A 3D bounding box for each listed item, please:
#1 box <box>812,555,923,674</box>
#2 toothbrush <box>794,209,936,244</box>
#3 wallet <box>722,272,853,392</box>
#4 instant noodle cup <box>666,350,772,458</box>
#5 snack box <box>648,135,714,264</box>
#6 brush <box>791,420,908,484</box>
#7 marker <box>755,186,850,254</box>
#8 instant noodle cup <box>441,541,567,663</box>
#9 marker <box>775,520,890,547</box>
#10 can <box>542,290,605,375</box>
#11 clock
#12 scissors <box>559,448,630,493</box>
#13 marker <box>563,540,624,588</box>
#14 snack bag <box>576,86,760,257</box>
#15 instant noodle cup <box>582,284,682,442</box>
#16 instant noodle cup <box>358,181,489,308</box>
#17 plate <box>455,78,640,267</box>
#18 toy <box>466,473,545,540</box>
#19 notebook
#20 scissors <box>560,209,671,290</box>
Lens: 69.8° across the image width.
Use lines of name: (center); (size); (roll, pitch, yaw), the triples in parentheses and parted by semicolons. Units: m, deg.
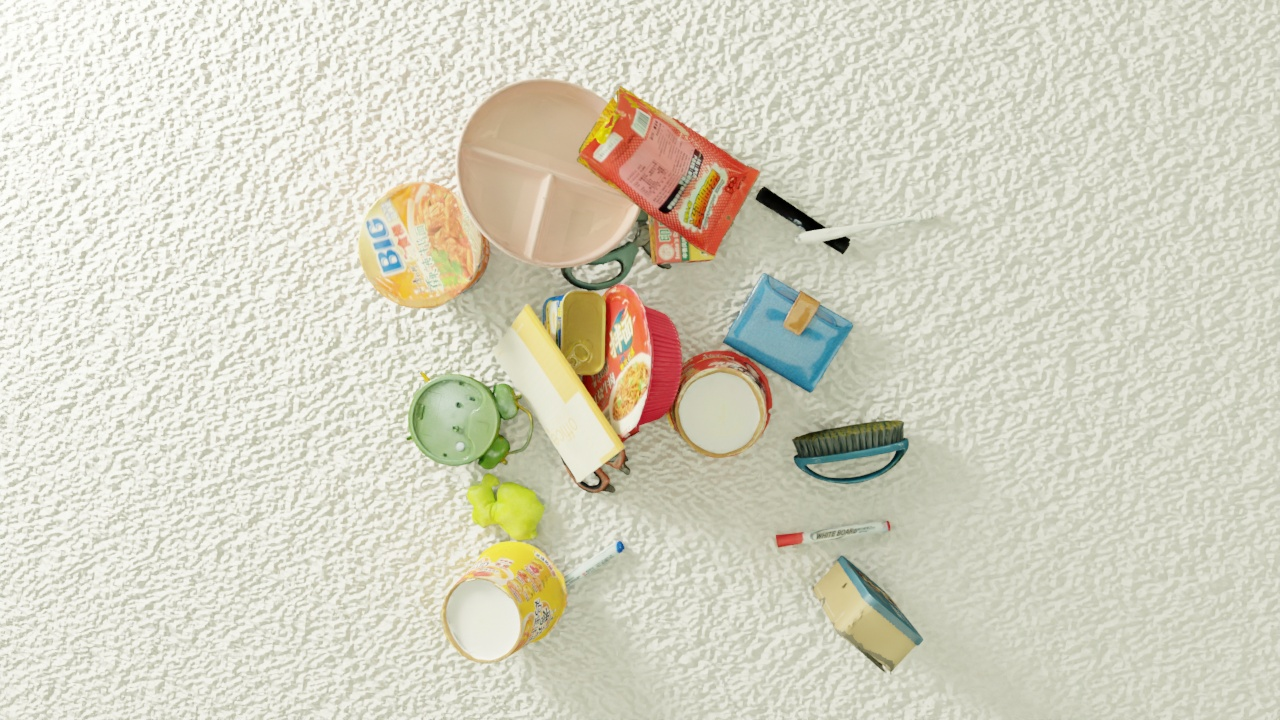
box: (0.269, 0.303, 1.099); (0.090, 0.184, 0.063); (40, 92, -5)
toothbrush: (0.279, -0.165, 1.137); (0.180, 0.016, 0.016); (-11, 85, -3)
wallet: (0.186, -0.035, 1.155); (0.133, 0.040, 0.106); (31, 100, 1)
instant noodle cup: (0.099, 0.057, 1.130); (0.138, 0.108, 0.138); (0, 93, 3)
snack box: (0.048, -0.200, 1.147); (0.077, 0.027, 0.156); (-5, 94, -15)
brush: (0.265, 0.117, 1.150); (0.144, 0.055, 0.073); (-10, 93, 4)
marker: (0.204, -0.177, 1.152); (0.132, 0.020, 0.022); (32, 78, 1)
instant noodle cup: (-0.177, 0.308, 1.153); (0.138, 0.109, 0.138); (1, 95, 16)
marker: (0.247, 0.222, 1.178); (0.145, 0.017, 0.017); (-9, 93, 5)
can: (-0.085, -0.034, 1.141); (0.057, 0.083, 0.102); (1, 91, -24)
clock: (-0.218, 0.078, 1.179); (0.161, 0.056, 0.116); (13, 95, 3)
scissors: (-0.088, 0.067, 1.191); (0.182, 0.015, 0.209); (3, 94, 5)
marker: (-0.083, 0.281, 1.204); (0.146, 0.017, 0.017); (-35, 91, 6)
snack bag: (0.035, -0.226, 1.097); (0.208, 0.073, 0.128); (30, 81, -18)
instant noodle cup: (-0.007, 0.007, 1.116); (0.065, 0.194, 0.194); (5, 95, -26)
instant noodle cup: (-0.258, -0.140, 1.139); (0.151, 0.111, 0.151); (0, 94, 4)
plate: (-0.106, -0.222, 1.098); (0.229, 0.028, 0.229); (1, 85, -16)
toy: (-0.175, 0.191, 1.197); (0.100, 0.031, 0.097); (-11, 96, 8)
notebook: (-0.105, 0.045, 1.129); (0.010, 0.146, 0.206); (-31, 84, -33)
scissors: (-0.038, -0.172, 1.147); (0.174, 0.019, 0.170); (-27, 97, -12)
